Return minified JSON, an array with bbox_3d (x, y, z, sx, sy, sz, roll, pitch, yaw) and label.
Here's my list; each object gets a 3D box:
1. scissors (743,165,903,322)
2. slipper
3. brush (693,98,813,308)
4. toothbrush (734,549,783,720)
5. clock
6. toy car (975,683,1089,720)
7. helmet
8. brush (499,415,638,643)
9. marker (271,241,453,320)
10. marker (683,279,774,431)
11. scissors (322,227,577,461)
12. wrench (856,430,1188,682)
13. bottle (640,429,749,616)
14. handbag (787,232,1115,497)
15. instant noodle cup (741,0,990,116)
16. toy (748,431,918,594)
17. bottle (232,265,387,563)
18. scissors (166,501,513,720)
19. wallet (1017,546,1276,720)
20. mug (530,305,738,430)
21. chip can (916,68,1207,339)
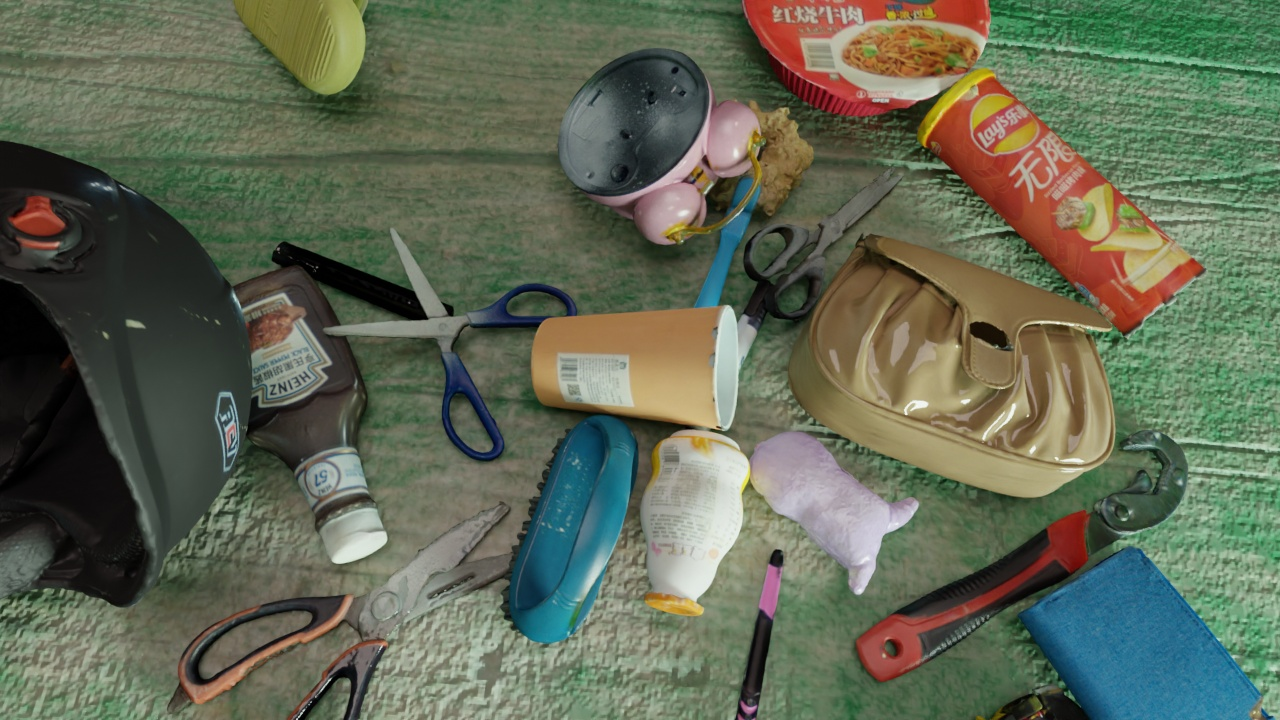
[{"bbox_3d":[0.135,-0.103,0.667,0.136,0.014,0.174,24,75,-27],"label":"scissors"},{"bbox_3d":[-0.249,-0.272,0.703,0.081,0.092,0.190,-4,48,-49],"label":"slipper"},{"bbox_3d":[0.059,-0.079,0.656,0.083,0.046,0.254,20,72,0],"label":"brush"},{"bbox_3d":[0.066,0.202,0.549,0.014,0.018,0.188,16,65,1],"label":"toothbrush"},{"bbox_3d":[0.017,-0.145,0.642,0.117,0.060,0.158,-51,55,2],"label":"clock"},{"bbox_3d":[0.204,0.245,0.524,0.155,0.041,0.071,-18,68,-27],"label":"toy car"},{"bbox_3d":[-0.326,0.005,0.488,0.275,0.234,0.229,24,37,10],"label":"helmet"},{"bbox_3d":[-0.037,0.099,0.552,0.055,0.074,0.143,28,67,-19],"label":"brush"},{"bbox_3d":[-0.192,-0.052,0.636,0.132,0.022,0.020,22,101,5],"label":"marker"},{"bbox_3d":[0.063,-0.002,0.634,0.018,0.022,0.130,14,62,32],"label":"marker"},{"bbox_3d":[-0.119,-0.018,0.615,0.162,0.012,0.173,-25,84,-23],"label":"scissors"},{"bbox_3d":[0.255,0.127,0.594,0.273,0.016,0.056,-29,72,-15],"label":"wrench"},{"bbox_3d":[0.030,0.099,0.564,0.063,0.063,0.108,13,66,1],"label":"bottle"},{"bbox_3d":[0.208,-0.002,0.601,0.204,0.100,0.147,19,63,0],"label":"handbag"},{"bbox_3d":[0.171,-0.264,0.729,0.194,0.066,0.193,2,66,-4],"label":"instant noodle cup"},{"bbox_3d":[0.119,0.086,0.591,0.108,0.039,0.083,38,55,17],"label":"toy"},{"bbox_3d":[-0.213,0.034,0.587,0.079,0.044,0.194,-24,71,-11],"label":"bottle"},{"bbox_3d":[-0.167,0.167,0.549,0.196,0.015,0.215,11,66,1],"label":"scissors"},{"bbox_3d":[0.308,0.189,0.556,0.106,0.040,0.133,-22,66,-19],"label":"wallet"},{"bbox_3d":[-0.003,0.003,0.588,0.123,0.078,0.078,1,66,15],"label":"mug"},{"bbox_3d":[0.304,-0.117,0.673,0.073,0.073,0.216,-36,75,-17],"label":"chip can"}]
